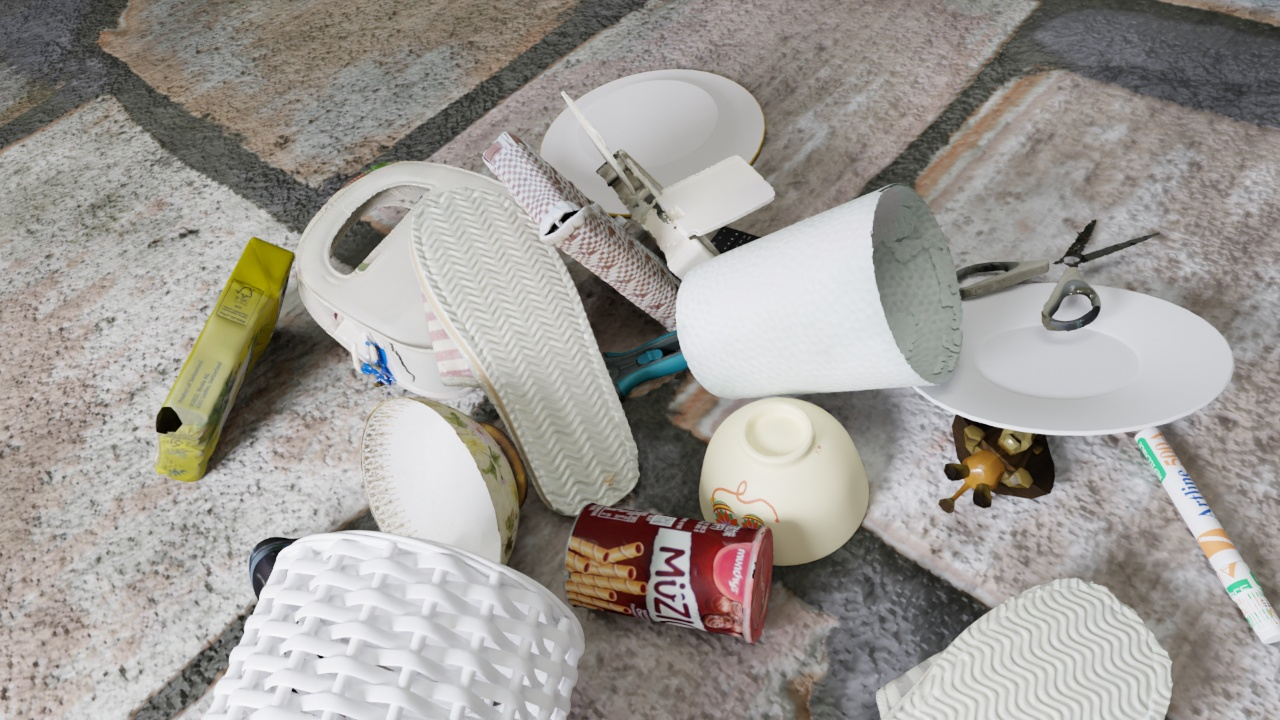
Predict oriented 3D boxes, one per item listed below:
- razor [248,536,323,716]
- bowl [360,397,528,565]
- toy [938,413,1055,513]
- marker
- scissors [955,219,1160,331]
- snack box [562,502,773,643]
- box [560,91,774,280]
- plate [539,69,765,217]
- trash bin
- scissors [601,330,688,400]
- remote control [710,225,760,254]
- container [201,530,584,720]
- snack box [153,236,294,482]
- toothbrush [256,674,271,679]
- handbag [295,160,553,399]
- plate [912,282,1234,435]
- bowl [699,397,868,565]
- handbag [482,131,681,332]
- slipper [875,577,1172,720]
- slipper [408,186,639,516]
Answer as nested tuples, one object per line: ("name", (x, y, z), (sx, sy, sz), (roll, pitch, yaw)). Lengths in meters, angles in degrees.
("razor", (-0.236, 0.187, 0.619), (0.053, 0.064, 0.140), (10, 50, -35))
("bowl", (-0.125, 0.086, 0.635), (0.145, 0.145, 0.063), (26, 32, 30))
("toy", (0.226, 0.066, 0.593), (0.099, 0.063, 0.076), (-30, 67, -35))
("marker", (0.349, 0.104, 0.567), (0.017, 0.017, 0.145), (-13, 49, 2))
("scissors", (0.315, -0.067, 0.701), (0.158, 0.013, 0.170), (-3, 33, 21))
("snack box", (0.019, 0.133, 0.585), (0.121, 0.072, 0.072), (6, 53, 18))
("box", (0.028, -0.144, 0.719), (0.099, 0.184, 0.143), (-43, 55, 11))
("plate", (0.008, -0.228, 0.915), (0.230, 0.021, 0.229), (-7, 50, 8))
("trash bin", (0.119, -0.036, 0.638), (0.162, 0.133, 0.133), (-12, 43, 39))
("scissors", (-0.004, 0.000, 0.735), (0.136, 0.019, 0.138), (10, 56, 24))
("remote control", (0.123, -0.085, 0.779), (0.140, 0.009, 0.030), (22, 60, 28))
("container", (-0.137, 0.216, 0.478), (0.189, 0.189, 0.186), (1, 50, 14))
("snack box", (-0.338, 0.003, 0.749), (0.045, 0.122, 0.180), (22, 51, -18))
("toothbrush", (-0.219, 0.194, 0.576), (0.018, 0.012, 0.212), (47, 58, 6))
("handbag", (-0.186, -0.075, 0.778), (0.199, 0.093, 0.200), (30, 62, 12))
("plate", (0.285, -0.002, 0.634), (0.209, 0.015, 0.208), (-9, 28, 4))
("bowl", (0.094, 0.068, 0.618), (0.118, 0.074, 0.117), (-7, 50, 8))
("handbag", (-0.032, -0.098, 0.717), (0.047, 0.185, 0.124), (-46, 52, 7))
("slipper", (0.170, 0.218, 0.491), (0.272, 0.054, 0.114), (-31, 55, -19))
("slipper", (-0.091, -0.005, 0.680), (0.114, 0.052, 0.263), (-24, 81, -24))
